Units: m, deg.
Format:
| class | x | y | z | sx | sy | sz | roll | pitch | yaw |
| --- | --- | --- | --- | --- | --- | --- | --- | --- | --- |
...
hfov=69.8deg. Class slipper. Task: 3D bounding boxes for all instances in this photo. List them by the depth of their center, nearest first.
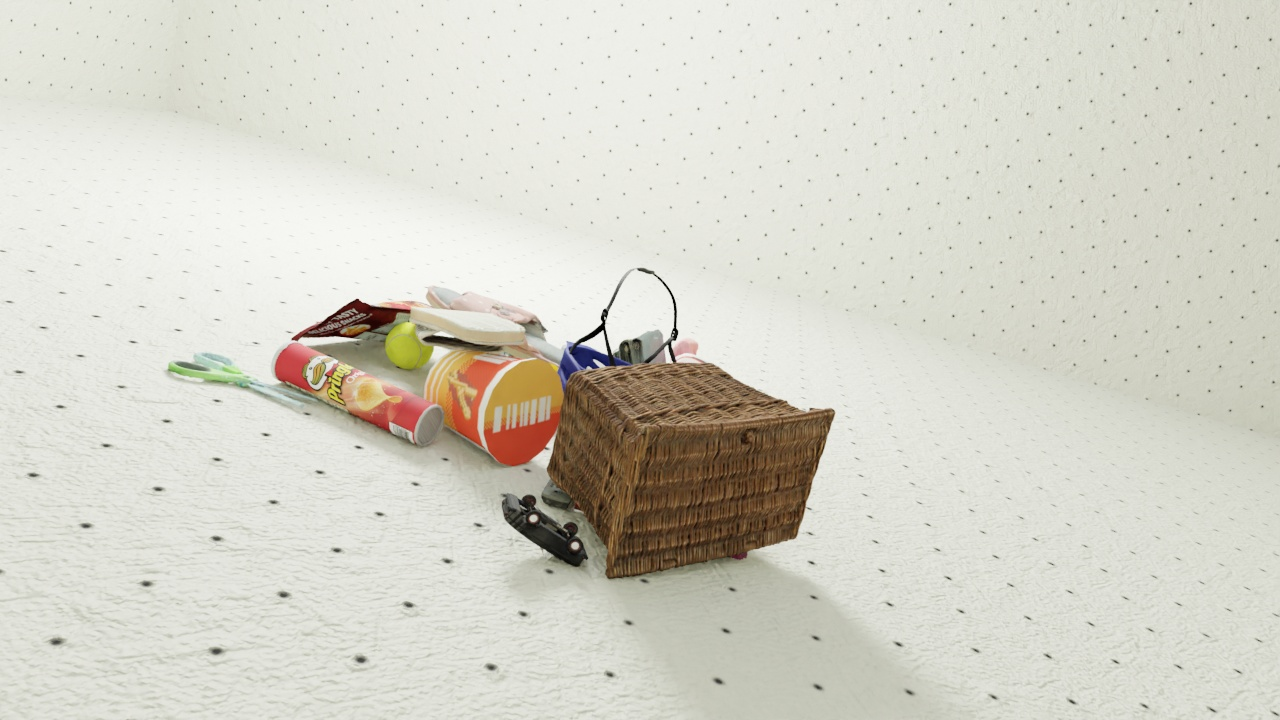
| class | x | y | z | sx | sy | sz | roll | pitch | yaw |
| --- | --- | --- | --- | --- | --- | --- | --- | --- | --- |
| slipper | -0.222 | -0.037 | 1.159 | 0.114 | 0.054 | 0.273 | 8 | 3 | -27 |
| slipper | -0.185 | -0.046 | 1.344 | 0.274 | 0.054 | 0.114 | 29 | 12 | -7 |

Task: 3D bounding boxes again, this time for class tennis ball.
| class | x | y | z | sx | sy | sz | roll | pitch | yaw |
| --- | --- | --- | --- | --- | --- | --- | --- | --- | --- |
| tennis ball | -0.317 | -0.020 | 1.262 | 0.065 | 0.065 | 0.065 | 15 | 14 | -4 |

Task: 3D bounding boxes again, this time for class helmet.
| class | x | y | z | sx | sy | sz | roll | pitch | yaw |
| --- | --- | --- | --- | --- | --- | --- | --- | --- | --- |
| helmet | -0.007 | 0.007 | 1.156 | 0.147 | 0.228 | 0.241 | 13 | 16 | -43 |

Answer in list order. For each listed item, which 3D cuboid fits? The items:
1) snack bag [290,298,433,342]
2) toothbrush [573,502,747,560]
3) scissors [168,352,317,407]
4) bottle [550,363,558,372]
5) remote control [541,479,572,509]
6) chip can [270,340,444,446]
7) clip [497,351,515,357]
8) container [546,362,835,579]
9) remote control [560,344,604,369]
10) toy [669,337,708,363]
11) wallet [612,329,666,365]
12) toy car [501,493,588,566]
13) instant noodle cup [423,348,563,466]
| class | x | y | z | sx | sy | sz | roll | pitch | yaw |
| --- | --- | --- | --- | --- | --- | --- | --- | --- | --- |
| snack bag | -0.372 | -0.050 | 1.279 | 0.139 | 0.066 | 0.207 | -19 | -2 | 24 |
| toothbrush | 0.022 | 0.177 | 0.967 | 0.190 | 0.016 | 0.016 | 16 | 19 | 0 |
| scissors | -0.454 | 0.026 | 1.046 | 0.175 | 0.032 | 0.092 | 16 | 10 | 17 |
| bottle | -0.160 | 0.033 | 1.215 | 0.163 | 0.071 | 0.071 | 6 | 17 | -33 |
| remote control | -0.083 | 0.133 | 1.027 | 0.033 | 0.013 | 0.136 | 16 | 14 | 2 |
| chip can | -0.327 | 0.037 | 1.058 | 0.215 | 0.052 | 0.051 | 21 | 15 | 20 |
| clip | -0.190 | 0.002 | 1.393 | 0.115 | 0.028 | 0.163 | 12 | 13 | -21 |
| container | 0.036 | 0.093 | 0.950 | 0.249 | 0.162 | 0.183 | -3 | 26 | -37 |
| remote control | -0.074 | 0.009 | 1.512 | 0.074 | 0.019 | 0.151 | 6 | 18 | -35 |
| toy | 0.089 | 0.039 | 1.414 | 0.142 | 0.084 | 0.213 | 50 | 7 | -9 |
| wallet | 0.006 | 0.006 | 1.449 | 0.054 | 0.100 | 0.131 | -3 | 6 | 22 |
| toy car | -0.091 | 0.159 | 0.850 | 0.092 | 0.037 | 0.040 | 38 | 5 | -21 |
| instant noodle cup | -0.177 | 0.045 | 1.070 | 0.121 | 0.123 | 0.123 | 17 | 12 | 36 |
